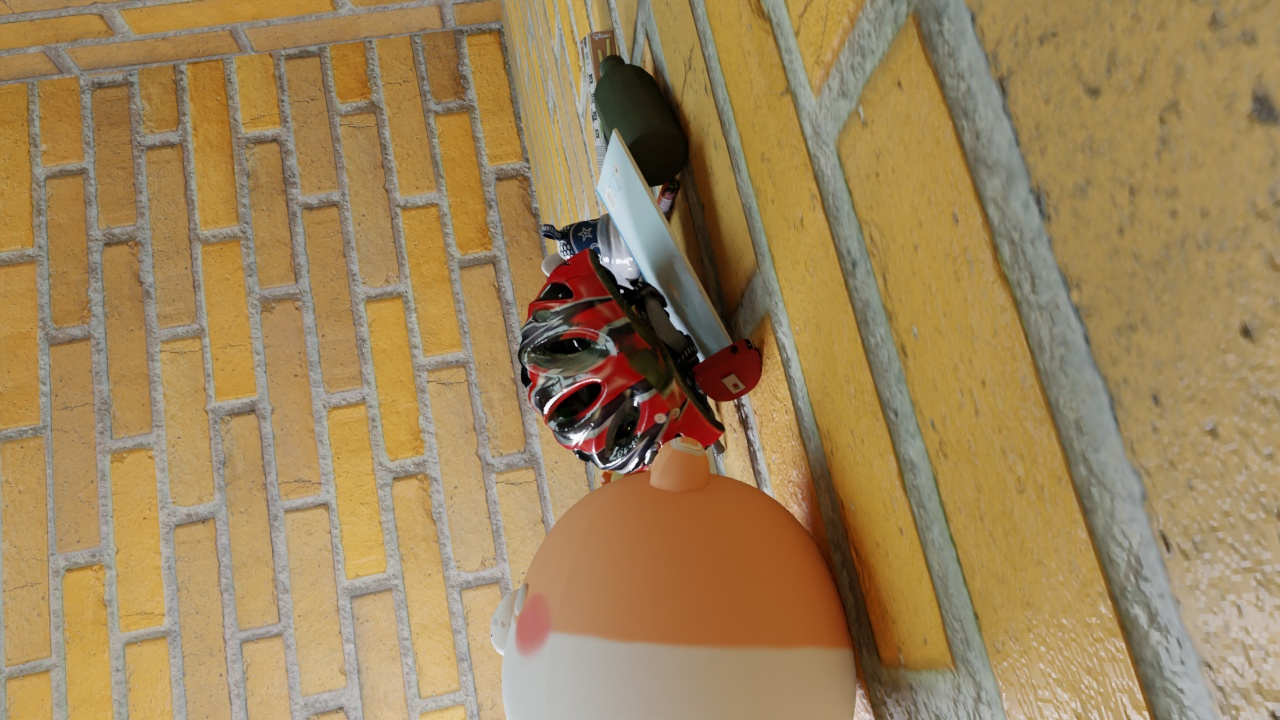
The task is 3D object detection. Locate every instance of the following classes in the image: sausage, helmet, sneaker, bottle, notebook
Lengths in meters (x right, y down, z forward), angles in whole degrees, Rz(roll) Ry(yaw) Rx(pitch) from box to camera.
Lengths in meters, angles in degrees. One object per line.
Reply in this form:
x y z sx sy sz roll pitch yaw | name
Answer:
0.026 -0.171 1.025 0.155 0.020 0.020 113 146 -75 | sausage
-0.023 0.009 0.849 0.217 0.167 0.272 53 178 -1 | helmet
-0.066 -0.125 1.246 0.270 0.132 0.103 94 173 -73 | sneaker
-0.009 -0.265 0.969 0.206 0.071 0.072 -109 12 -46 | bottle
0.025 -0.089 0.913 0.253 0.009 0.181 62 170 2 | notebook
0.060 0.051 0.988 0.113 0.030 0.030 62 167 15 | bottle

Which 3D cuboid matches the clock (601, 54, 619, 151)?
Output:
-0.022 -0.296 1.110 0.123 0.043 0.091 94 164 -59 | clock

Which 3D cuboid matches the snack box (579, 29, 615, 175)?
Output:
-0.048 -0.351 1.266 0.101 0.031 0.186 -130 31 -74 | snack box

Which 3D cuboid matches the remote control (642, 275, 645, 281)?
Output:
0.010 -0.083 1.250 0.147 0.015 0.033 94 164 -59 | remote control

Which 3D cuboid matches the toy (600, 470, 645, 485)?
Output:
-0.018 0.203 1.256 0.112 0.096 0.176 -132 23 -59 | toy

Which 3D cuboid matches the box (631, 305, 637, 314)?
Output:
-0.006 0.007 1.125 0.221 0.080 0.124 118 170 -72 | box

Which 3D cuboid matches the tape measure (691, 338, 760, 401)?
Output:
0.080 0.011 0.787 0.051 0.059 0.019 46 -160 -44 | tape measure

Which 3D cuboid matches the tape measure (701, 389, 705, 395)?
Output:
0.050 0.034 1.047 0.058 0.038 0.058 89 168 -48 | tape measure

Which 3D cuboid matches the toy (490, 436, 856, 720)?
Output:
0.022 0.205 0.682 0.263 0.265 0.280 105 167 -77 | toy
